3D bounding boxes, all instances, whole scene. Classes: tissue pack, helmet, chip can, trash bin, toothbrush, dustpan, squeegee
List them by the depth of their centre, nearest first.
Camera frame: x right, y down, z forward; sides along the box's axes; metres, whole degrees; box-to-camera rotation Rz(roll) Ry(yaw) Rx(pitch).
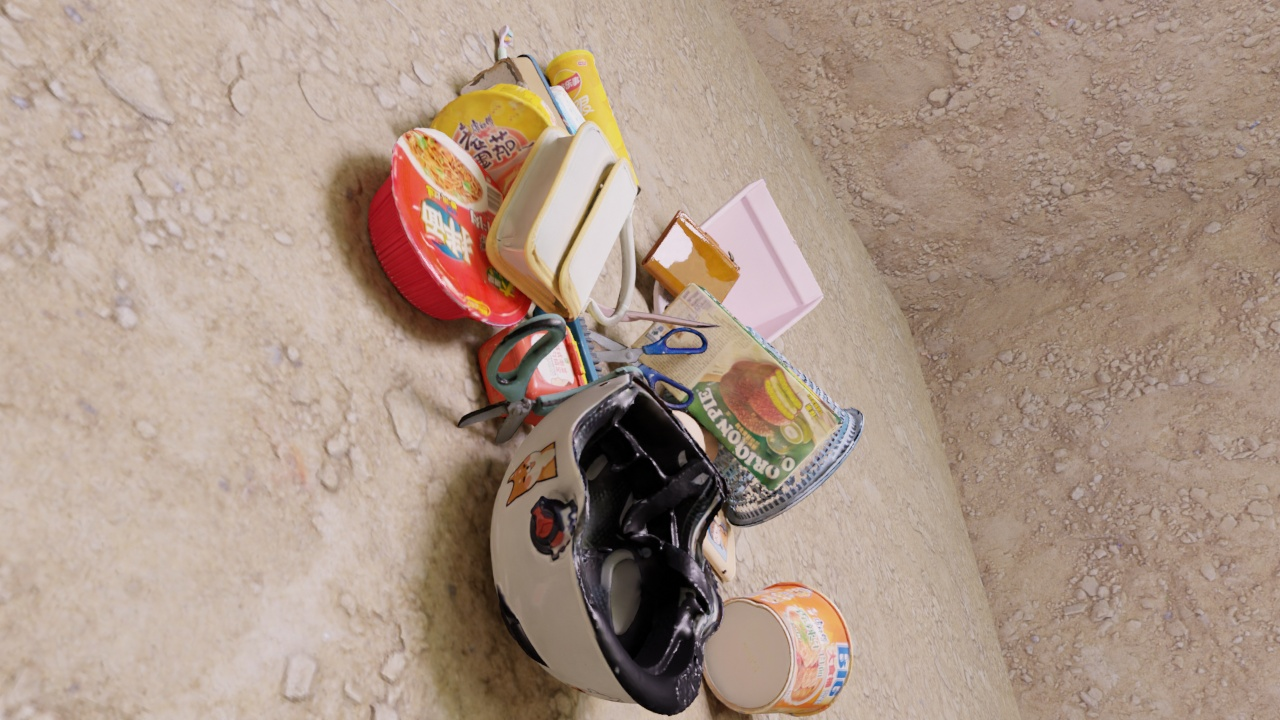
[{"bbox_3d":[-0.040,0.152,0.763,0.230,0.157,0.273,44,41,-44],"label":"helmet"},{"bbox_3d":[-0.077,-0.083,1.001,0.249,0.248,0.040,26,85,-28],"label":"squeegee"},{"bbox_3d":[-0.166,-0.355,1.147,0.029,0.021,0.188,103,-17,-51],"label":"toothbrush"},{"bbox_3d":[-0.100,-0.274,1.165,0.140,0.063,0.089,54,24,-29],"label":"tissue pack"},{"bbox_3d":[0.143,0.072,1.204,0.195,0.227,0.226,49,25,-7],"label":"trash bin"},{"bbox_3d":[-0.067,-0.321,1.277,0.072,0.072,0.213,3,67,-65],"label":"chip can"},{"bbox_3d":[0.144,-0.107,1.359,0.222,0.273,0.139,56,0,-15],"label":"dustpan"}]

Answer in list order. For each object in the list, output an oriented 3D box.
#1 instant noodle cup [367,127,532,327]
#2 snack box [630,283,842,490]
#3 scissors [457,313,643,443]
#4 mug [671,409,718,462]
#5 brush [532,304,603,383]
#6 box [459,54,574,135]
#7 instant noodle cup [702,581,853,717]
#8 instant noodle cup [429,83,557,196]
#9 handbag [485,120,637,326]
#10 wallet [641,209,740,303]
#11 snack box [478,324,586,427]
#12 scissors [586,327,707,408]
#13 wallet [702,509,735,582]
[{"bbox_3d":[-0.178,-0.109,0.833,0.194,0.066,0.193,46,31,-39],"label":"instant noodle cup"},{"bbox_3d":[0.111,0.029,1.077,0.240,0.114,0.063,44,11,13],"label":"snack box"},{"bbox_3d":[-0.068,0.020,0.797,0.179,0.171,0.019,-2,50,-31],"label":"scissors"},{"bbox_3d":[0.025,0.085,1.083,0.124,0.084,0.103,47,15,21],"label":"mug"},{"bbox_3d":[-0.079,-0.001,0.954,0.073,0.055,0.143,11,58,-64],"label":"brush"},{"bbox_3d":[-0.133,-0.262,1.050,0.184,0.090,0.059,65,29,-5],"label":"box"},{"bbox_3d":[0.143,0.323,1.020,0.111,0.152,0.151,16,53,-51],"label":"instant noodle cup"},{"bbox_3d":[-0.143,-0.217,0.941,0.138,0.138,0.109,56,16,-23],"label":"instant noodle cup"},{"bbox_3d":[-0.048,-0.117,0.878,0.178,0.063,0.163,45,60,-43],"label":"handbag"},{"bbox_3d":[0.079,-0.137,1.294,0.130,0.035,0.118,42,69,-23],"label":"wallet"},{"bbox_3d":[-0.102,0.012,0.865,0.080,0.082,0.091,11,55,-52],"label":"snack box"},{"bbox_3d":[0.002,-0.008,1.031,0.165,0.157,0.012,51,-9,-14],"label":"scissors"},{"bbox_3d":[0.086,0.210,1.154,0.115,0.024,0.087,53,31,-27],"label":"wallet"}]
